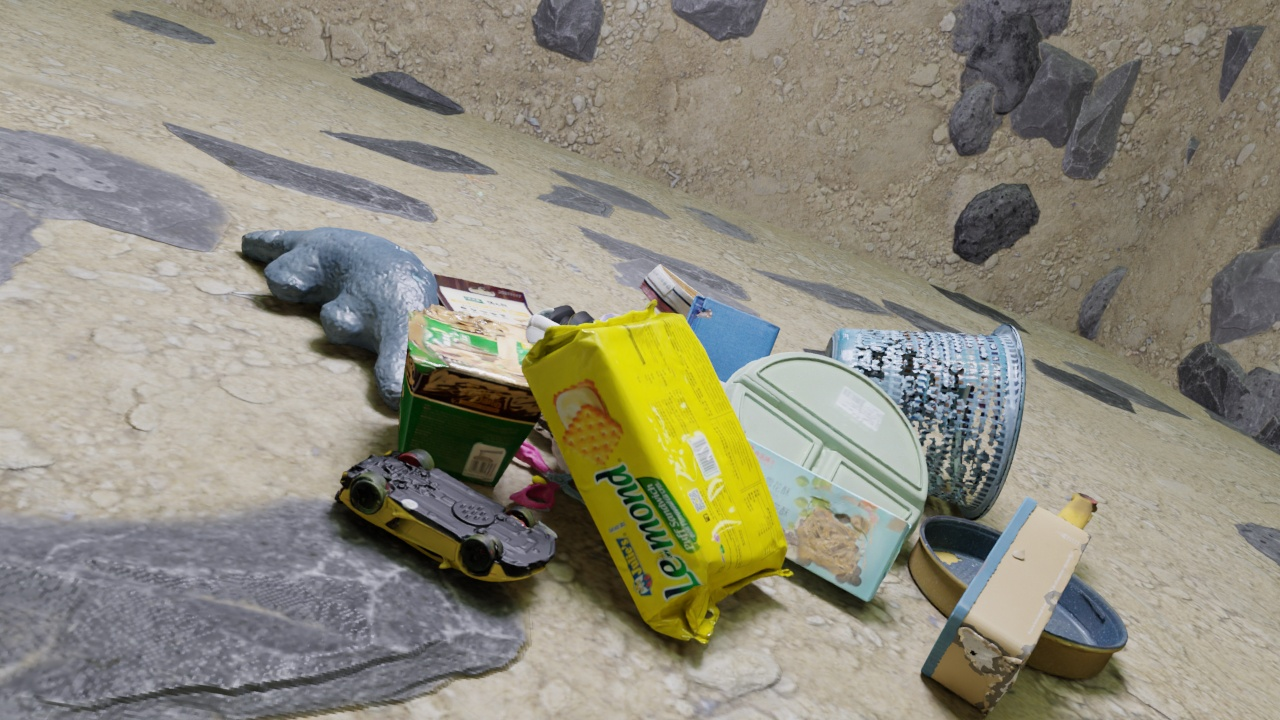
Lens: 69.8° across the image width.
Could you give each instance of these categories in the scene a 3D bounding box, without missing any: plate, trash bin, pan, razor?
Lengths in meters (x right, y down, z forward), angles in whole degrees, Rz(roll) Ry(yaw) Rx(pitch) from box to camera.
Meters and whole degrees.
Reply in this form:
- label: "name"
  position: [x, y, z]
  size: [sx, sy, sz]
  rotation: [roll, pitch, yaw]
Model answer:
- label: "plate"
  position: [0.181, 0.083, 0.890]
  size: [0.230, 0.028, 0.229]
  rotation: [12, 52, -16]
- label: "trash bin"
  position: [0.303, 0.053, 1.051]
  size: [0.195, 0.227, 0.226]
  rotation: [11, 17, 6]
- label: "pan"
  position: [0.399, 0.197, 0.916]
  size: [0.198, 0.078, 0.356]
  rotation: [33, 20, 29]
- label: "razor"
  position: [-0.041, 0.001, 1.016]
  size: [0.167, 0.068, 0.062]
  rotation: [37, 31, 15]

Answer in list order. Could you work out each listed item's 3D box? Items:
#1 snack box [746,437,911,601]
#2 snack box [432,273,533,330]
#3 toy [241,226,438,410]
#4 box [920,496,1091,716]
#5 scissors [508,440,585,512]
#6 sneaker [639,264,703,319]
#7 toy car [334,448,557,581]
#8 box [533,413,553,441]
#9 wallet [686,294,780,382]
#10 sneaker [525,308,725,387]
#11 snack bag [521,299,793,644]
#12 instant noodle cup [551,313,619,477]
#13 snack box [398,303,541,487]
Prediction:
- label: "snack box"
  position: [0.134, 0.130, 0.785]
  size: [0.175, 0.074, 0.051]
  rotation: [27, -1, 15]
- label: "snack box"
  position: [-0.162, -0.036, 0.978]
  size: [0.113, 0.053, 0.125]
  rotation: [11, 20, -31]
- label: "toy"
  position: [-0.277, -0.067, 0.895]
  size: [0.137, 0.092, 0.356]
  rotation: [-29, 46, -32]
- label: "box"
  position: [0.291, 0.185, 0.722]
  size: [0.062, 0.090, 0.183]
  rotation: [30, 40, 23]
- label: "scissors"
  position: [-0.074, 0.097, 0.754]
  size: [0.133, 0.017, 0.133]
  rotation: [32, 15, 21]
- label: "sneaker"
  position: [0.063, -0.036, 1.198]
  size: [0.241, 0.088, 0.118]
  rotation: [35, 15, -49]
- label: "toy car"
  position: [-0.130, 0.106, 0.613]
  size: [0.156, 0.041, 0.071]
  rotation: [24, 18, 13]
- label: "box"
  position: [-0.030, 0.066, 0.864]
  size: [0.164, 0.060, 0.072]
  rotation: [13, 42, -26]
- label: "wallet"
  position: [0.085, 0.005, 1.027]
  size: [0.106, 0.133, 0.040]
  rotation: [21, -5, -2]
- label: "sneaker"
  position: [-0.006, 0.005, 0.934]
  size: [0.242, 0.090, 0.090]
  rotation: [13, -19, -14]
- label: "snack bag"
  position: [0.022, 0.071, 0.677]
  size: [0.157, 0.068, 0.246]
  rotation: [-14, 75, -55]
- label: "instant noodle cup"
  position: [-0.010, 0.053, 0.792]
  size: [0.138, 0.061, 0.173]
  rotation: [33, 37, -10]
- label: "snack box"
  position: [-0.137, 0.033, 0.719]
  size: [0.118, 0.106, 0.117]
  rotation: [14, 21, -20]
